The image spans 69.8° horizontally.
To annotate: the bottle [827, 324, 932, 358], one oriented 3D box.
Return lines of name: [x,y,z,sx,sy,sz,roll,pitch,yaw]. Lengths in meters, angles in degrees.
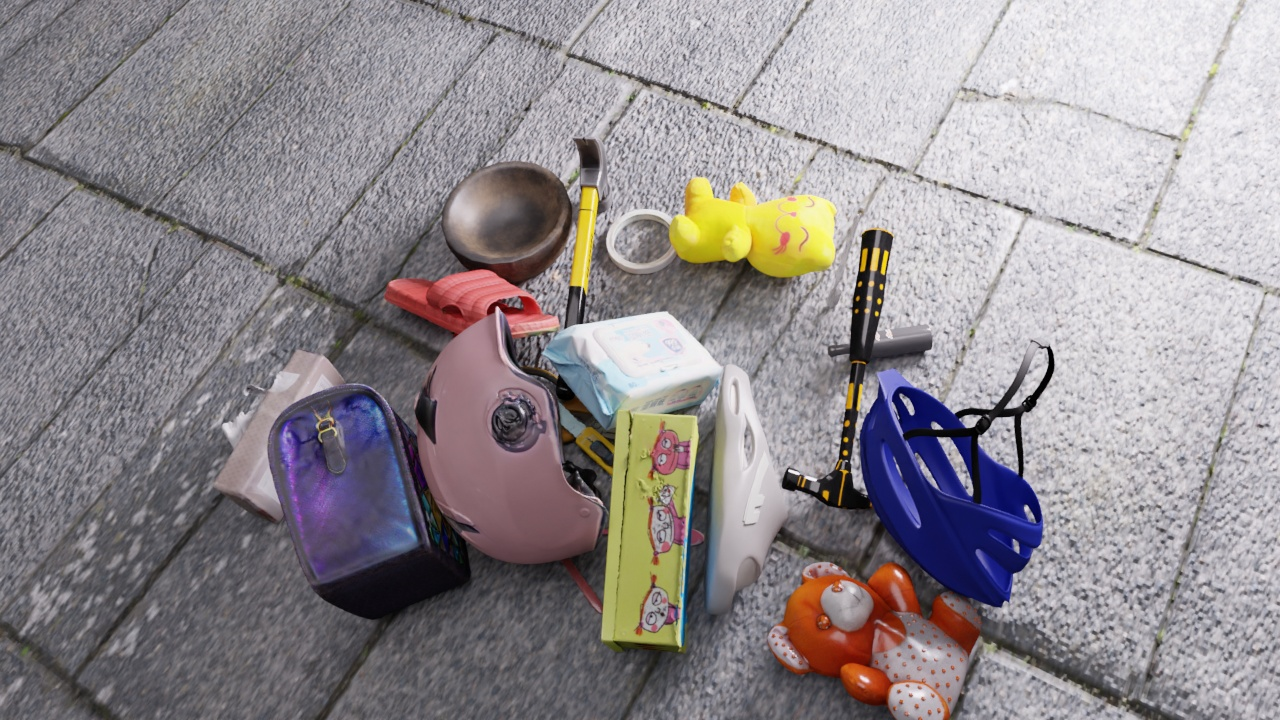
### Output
bottle: [0.268,-0.018,1.034,0.113,0.030,0.030,-8,60,3]

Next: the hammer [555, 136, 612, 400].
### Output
hammer: [-0.070,-0.110,1.071,0.034,0.170,0.324,4,70,5]

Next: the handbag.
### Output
handbag: [-0.271,0.131,0.926,0.125,0.205,0.222,-21,66,-5]

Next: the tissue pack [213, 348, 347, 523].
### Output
tissue pack: [-0.404,0.079,1.028,0.071,0.104,0.181,17,65,18]

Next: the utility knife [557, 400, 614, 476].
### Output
utility knife: [-0.040,0.104,1.005,0.218,0.019,0.030,40,72,21]

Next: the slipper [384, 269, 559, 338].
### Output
slipper: [-0.202,-0.075,1.067,0.249,0.059,0.103,17,21,31]

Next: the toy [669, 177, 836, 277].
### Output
toy: [0.134,-0.147,1.094,0.194,0.088,0.134,7,44,7]

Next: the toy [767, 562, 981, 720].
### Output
toy: [0.216,0.255,0.851,0.172,0.093,0.163,21,44,22]

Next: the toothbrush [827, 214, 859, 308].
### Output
toothbrush: [0.225,-0.107,1.003,0.010,0.182,0.010,-27,66,-12]

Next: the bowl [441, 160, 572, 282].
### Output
bowl: [-0.162,-0.166,1.150,0.162,0.070,0.162,-3,61,6]

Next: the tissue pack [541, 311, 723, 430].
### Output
tissue pack: [-0.006,0.006,0.993,0.181,0.070,0.112,-11,52,-44]

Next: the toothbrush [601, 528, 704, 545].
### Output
toothbrush: [0.000,0.182,0.965,0.135,0.016,0.021,2,70,9]

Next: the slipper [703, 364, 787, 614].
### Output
slipper: [0.112,0.127,0.940,0.080,0.113,0.265,7,56,-2]

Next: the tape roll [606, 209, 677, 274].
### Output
tape roll: [0.004,-0.150,1.153,0.093,0.013,0.092,-3,61,6]

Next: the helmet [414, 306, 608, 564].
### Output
helmet: [-0.136,0.084,0.902,0.152,0.230,0.255,-22,98,-2]

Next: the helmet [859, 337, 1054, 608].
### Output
helmet: [0.318,0.093,0.857,0.147,0.228,0.241,-10,62,-50]

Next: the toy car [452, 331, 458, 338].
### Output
toy car: [-0.199,0.008,1.069,0.049,0.051,0.100,-18,60,-6]

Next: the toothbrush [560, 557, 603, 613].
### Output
toothbrush: [-0.092,0.193,0.973,0.015,0.016,0.184,-32,63,-18]

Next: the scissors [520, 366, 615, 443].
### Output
scissors: [-0.062,0.059,1.043,0.228,0.016,0.133,2,62,8]

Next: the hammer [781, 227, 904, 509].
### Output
hammer: [0.240,0.004,0.995,0.123,0.036,0.320,13,74,2]

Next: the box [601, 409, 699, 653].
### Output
box: [0.011,0.171,0.897,0.082,0.124,0.220,4,71,7]
